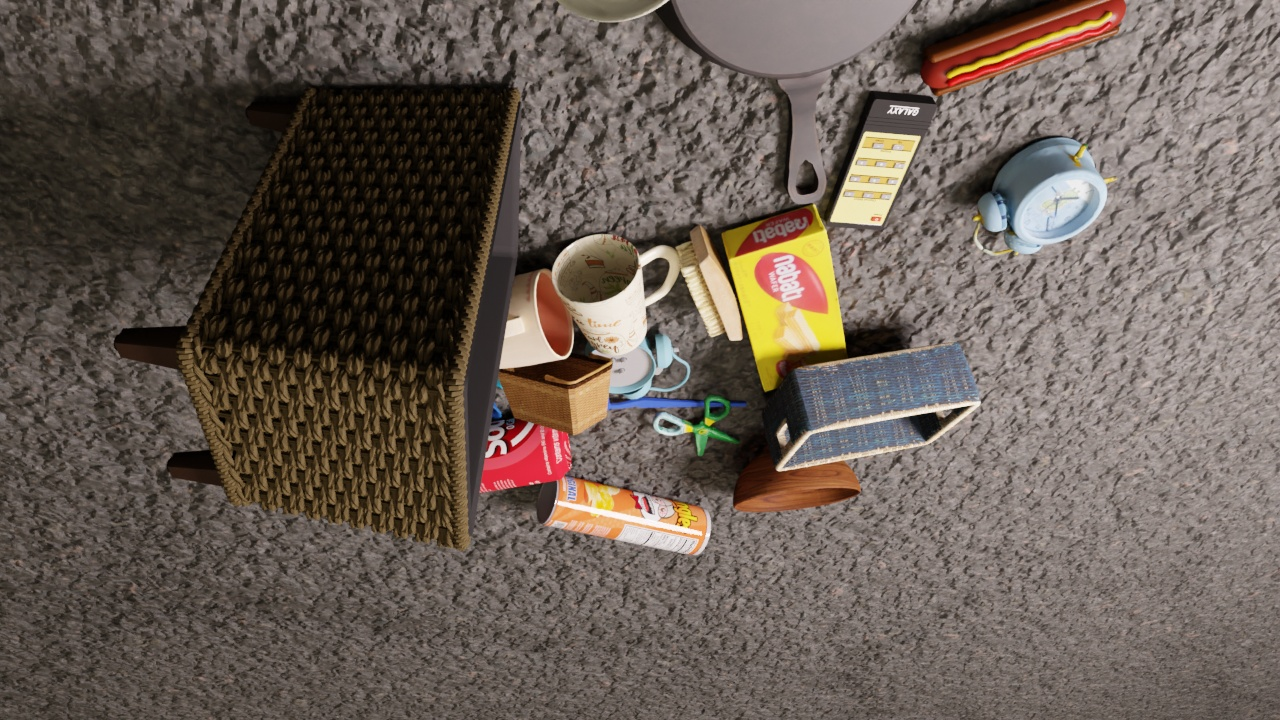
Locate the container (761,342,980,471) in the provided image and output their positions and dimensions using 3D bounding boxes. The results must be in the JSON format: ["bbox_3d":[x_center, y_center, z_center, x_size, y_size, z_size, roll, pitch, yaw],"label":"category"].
[{"bbox_3d":[0.234,0.049,0.960,0.187,0.071,0.145,-9,159,-9],"label":"container"}]

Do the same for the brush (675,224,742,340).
[{"bbox_3d":[0.066,-0.069,0.867,0.039,0.049,0.117,-18,137,8],"label":"brush"}]

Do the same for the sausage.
[{"bbox_3d":[0.295,-0.248,0.713,0.156,0.040,0.040,-17,137,10],"label":"sausage"}]

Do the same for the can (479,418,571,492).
[{"bbox_3d":[-0.151,0.103,1.005,0.142,0.074,0.074,-9,137,2],"label":"can"}]

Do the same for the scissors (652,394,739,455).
[{"bbox_3d":[0.063,0.079,1.049,0.119,0.012,0.129,-5,143,-4],"label":"scissors"}]

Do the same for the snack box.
[{"bbox_3d":[0.145,-0.055,0.898,0.092,0.042,0.201,-15,137,7],"label":"snack box"}]

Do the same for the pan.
[{"bbox_3d":[0.120,-0.252,0.681,0.249,0.043,0.357,-11,137,4],"label":"pan"}]

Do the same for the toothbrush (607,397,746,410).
[{"bbox_3d":[0.028,0.047,1.020,0.186,0.011,0.017,0,137,-12],"label":"toothbrush"}]

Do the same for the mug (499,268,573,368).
[{"bbox_3d":[-0.130,-0.030,0.844,0.104,0.111,0.085,-12,98,19],"label":"mug"}]

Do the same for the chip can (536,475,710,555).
[{"bbox_3d":[-0.019,0.190,1.127,0.210,0.062,0.062,16,132,-24],"label":"chip can"}]

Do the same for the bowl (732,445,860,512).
[{"bbox_3d":[0.178,0.130,1.074,0.147,0.068,0.147,-5,162,-2],"label":"bowl"}]

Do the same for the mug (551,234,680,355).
[{"bbox_3d":[-0.015,-0.066,0.857,0.122,0.081,0.097,-34,146,-11],"label":"mug"}]

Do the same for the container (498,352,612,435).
[{"bbox_3d":[-0.082,0.027,0.892,0.114,0.063,0.061,12,119,39],"label":"container"}]

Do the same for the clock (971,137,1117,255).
[{"bbox_3d":[0.358,-0.141,0.828,0.088,0.051,0.125,27,127,-34],"label":"clock"}]

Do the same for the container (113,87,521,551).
[{"bbox_3d":[-0.206,-0.050,0.664,0.205,0.320,0.177,5,136,-4],"label":"container"}]

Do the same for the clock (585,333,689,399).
[{"bbox_3d":[-0.005,0.006,0.944,0.123,0.041,0.088,19,132,-23],"label":"clock"}]

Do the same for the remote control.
[{"bbox_3d":[0.207,-0.171,0.803,0.058,0.013,0.134,2,137,-10],"label":"remote control"}]

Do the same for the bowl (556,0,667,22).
[{"bbox_3d":[-0.003,-0.303,0.566,0.057,0.176,0.177,-25,157,-47],"label":"bowl"}]

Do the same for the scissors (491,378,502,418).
[{"bbox_3d":[-0.182,0.023,0.960,0.135,0.015,0.086,29,128,-31],"label":"scissors"}]
